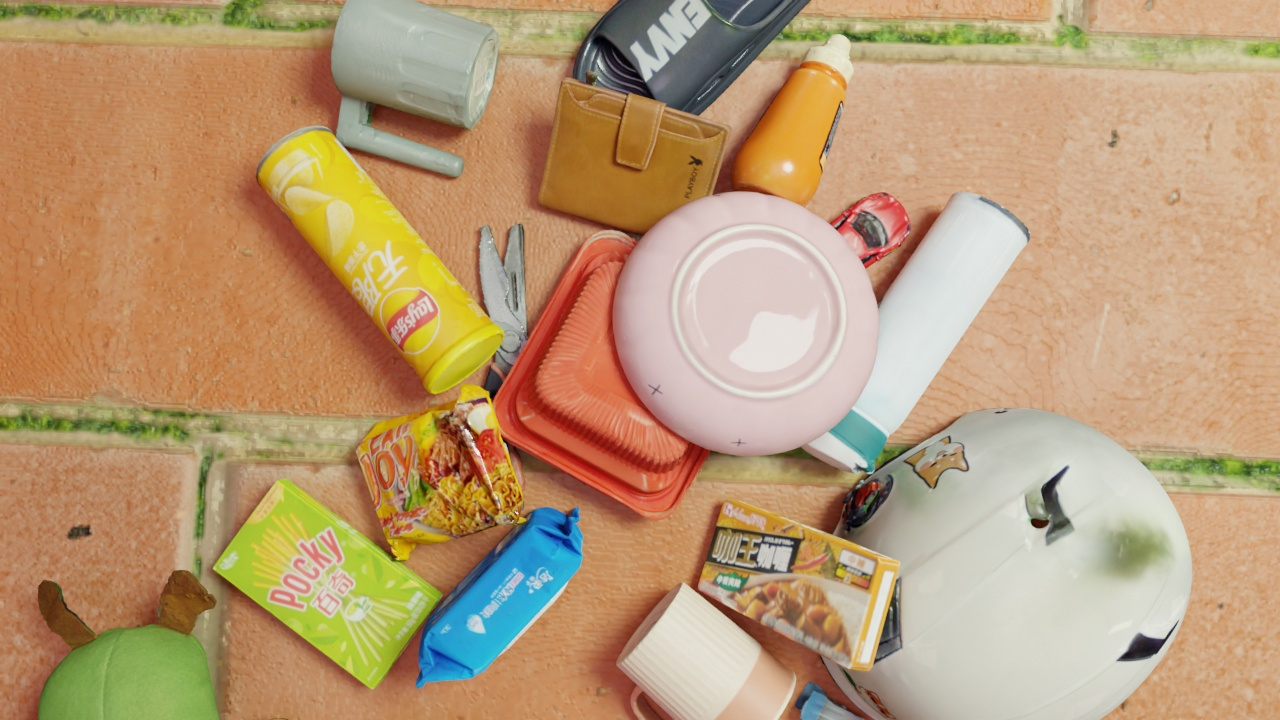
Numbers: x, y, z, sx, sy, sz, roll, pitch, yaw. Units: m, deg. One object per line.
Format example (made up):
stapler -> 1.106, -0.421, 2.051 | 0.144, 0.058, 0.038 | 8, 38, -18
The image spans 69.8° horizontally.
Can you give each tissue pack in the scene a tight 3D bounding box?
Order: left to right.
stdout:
tissue pack -> -0.099, 0.170, 0.672 | 0.052, 0.095, 0.157 | 45, 89, -3

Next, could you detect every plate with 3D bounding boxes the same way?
plate -> 0.078, -0.031, 0.635 | 0.192, 0.039, 0.192 | 1, 80, -7

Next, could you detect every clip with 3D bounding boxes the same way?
clip -> 0.148, 0.271, 0.701 | 0.058, 0.042, 0.026 | 28, 86, -1

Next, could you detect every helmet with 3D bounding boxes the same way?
helmet -> 0.258, 0.160, 0.635 | 0.274, 0.157, 0.230 | -40, 87, -1

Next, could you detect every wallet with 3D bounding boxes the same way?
wallet -> -0.005, -0.154, 0.693 | 0.130, 0.035, 0.119 | 17, 127, 2

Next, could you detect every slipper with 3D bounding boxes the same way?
slipper -> 0.053, -0.278, 0.698 | 0.268, 0.083, 0.110 | -42, 85, -1

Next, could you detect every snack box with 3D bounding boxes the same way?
snack box -> -0.240, 0.171, 0.707 | 0.156, 0.026, 0.085 | 36, 87, 3
snack box -> 0.107, 0.153, 0.649 | 0.026, 0.154, 0.075 | 18, 87, -37

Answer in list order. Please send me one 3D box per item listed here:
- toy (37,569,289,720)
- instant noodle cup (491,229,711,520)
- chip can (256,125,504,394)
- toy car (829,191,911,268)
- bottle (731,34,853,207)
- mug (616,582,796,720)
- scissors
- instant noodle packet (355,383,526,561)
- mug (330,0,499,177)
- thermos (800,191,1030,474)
toy -> -0.371, 0.275, 0.674 | 0.227, 0.090, 0.246 | -3, 90, 2
instant noodle cup -> -0.004, 0.004, 0.680 | 0.164, 0.079, 0.188 | 27, 78, -1
chip can -> -0.195, -0.076, 0.689 | 0.072, 0.072, 0.213 | -40, 84, -1
toy car -> 0.162, -0.090, 0.712 | 0.106, 0.031, 0.049 | -34, 88, -3
bottle -> 0.124, -0.185, 0.705 | 0.067, 0.067, 0.149 | 26, 80, 2
mug -> 0.038, 0.237, 0.679 | 0.106, 0.081, 0.115 | 40, 118, 4
scissors -> -0.087, 0.002, 0.720 | 0.206, 0.015, 0.201 | 34, 88, 3
instant noodle packet -> -0.153, 0.085, 0.682 | 0.129, 0.044, 0.110 | -21, 85, 30
mug -> -0.174, -0.211, 0.707 | 0.103, 0.083, 0.124 | 17, 114, 1
thermos -> 0.198, -0.017, 0.691 | 0.073, 0.073, 0.224 | 35, 89, 2
